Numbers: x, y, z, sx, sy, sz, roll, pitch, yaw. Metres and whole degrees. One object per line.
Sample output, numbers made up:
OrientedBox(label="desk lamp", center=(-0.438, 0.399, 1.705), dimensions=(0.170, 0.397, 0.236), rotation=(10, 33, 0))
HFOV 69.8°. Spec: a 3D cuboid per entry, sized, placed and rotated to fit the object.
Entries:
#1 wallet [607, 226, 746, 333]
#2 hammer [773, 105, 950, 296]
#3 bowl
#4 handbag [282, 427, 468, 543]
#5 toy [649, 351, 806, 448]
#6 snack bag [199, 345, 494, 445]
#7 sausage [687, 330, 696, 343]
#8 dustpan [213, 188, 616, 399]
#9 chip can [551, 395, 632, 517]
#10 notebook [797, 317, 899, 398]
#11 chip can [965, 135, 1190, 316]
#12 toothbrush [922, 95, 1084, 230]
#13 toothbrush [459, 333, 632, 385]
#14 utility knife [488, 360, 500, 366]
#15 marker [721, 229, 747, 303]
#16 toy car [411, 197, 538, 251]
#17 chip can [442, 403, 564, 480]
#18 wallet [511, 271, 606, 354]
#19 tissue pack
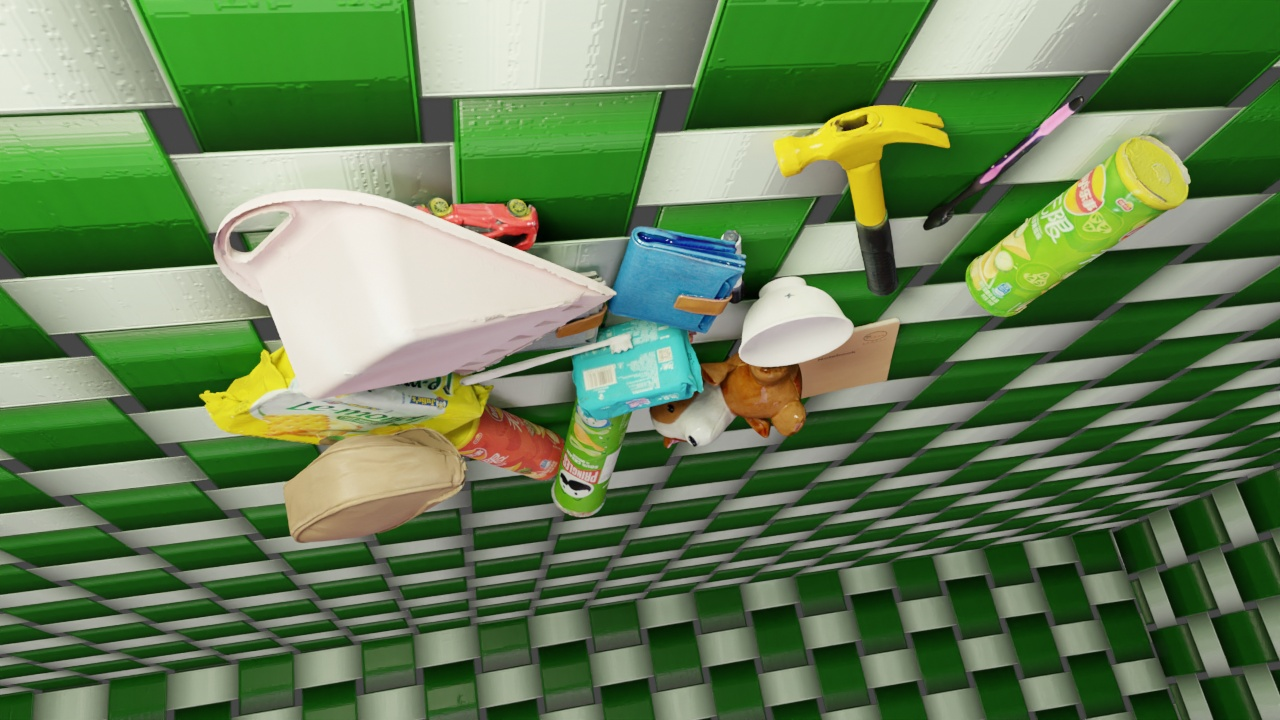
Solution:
OrientedBox(label="wallet", center=(0.031, -0.071, 0.849), dimensions=(0.106, 0.040, 0.133), rotation=(12, 155, -7))
OrientedBox(label="hammer", center=(0.205, -0.129, 0.813), dimensions=(0.129, 0.032, 0.301), rotation=(-15, 157, 13))
OrientedBox(label="bowl", center=(0.153, -0.046, 0.943), dimensions=(0.118, 0.064, 0.118), rotation=(-9, 157, -4))
OrientedBox(label="handbag", center=(-0.283, 0.127, 0.956), dimensions=(0.147, 0.099, 0.205), rotation=(-1, 161, -40))
OrientedBox(label="toy", center=(0.093, 0.050, 1.081), dimensions=(0.200, 0.130, 0.140), rotation=(-10, 126, 25))
OrientedBox(label="snack bag", center=(-0.294, 0.036, 0.931), dimensions=(0.158, 0.068, 0.246), rotation=(-24, 156, 40))
OrientedBox(label="sausage", center=(0.011, -0.001, 1.049), dimensions=(0.020, 0.020, 0.156), rotation=(8, 151, -38))
OrientedBox(label="dustpan", center=(-0.193, -0.065, 0.763), dimensions=(0.223, 0.139, 0.272), rotation=(-25, 173, 39))
OrientedBox(label="chip can", center=(-0.056, 0.098, 1.113), dimensions=(0.072, 0.072, 0.237), rotation=(-3, 141, -18))
OrientedBox(label="notebook", center=(0.251, 0.005, 1.180), dimensions=(0.148, 0.008, 0.208), rotation=(-13, 158, 5))
OrientedBox(label="chip can", center=(0.404, -0.118, 0.874), dimensions=(0.072, 0.072, 0.222), rotation=(-1, 156, -22))
OrientedBox(label="toothbrush", center=(0.311, -0.166, 0.797), dimensions=(0.017, 0.014, 0.190), rotation=(-9, 159, -30))
OrientedBox(label="toothbrush", center=(-0.096, 0.002, 0.934), dimensions=(0.180, 0.016, 0.016), rotation=(-14, 169, -2))
OrientedBox(label="utility knife", center=(-0.161, -0.046, 0.837), dimensions=(0.034, 0.018, 0.219), rotation=(-9, 151, 2))
OrientedBox(label="marker", center=(0.090, -0.089, 0.878), dimensions=(0.022, 0.018, 0.131), rotation=(-26, 158, -3))
OrientedBox(label="toy car", center=(-0.135, -0.104, 0.728), dimensions=(0.106, 0.031, 0.049), rotation=(0, 154, -18))
OrientedBox(label="chip can", center=(-0.173, 0.097, 1.133), dimensions=(0.073, 0.073, 0.216), rotation=(-18, 157, 19))
OrientedBox(label="wallet", center=(-0.086, -0.041, 0.888), dimensions=(0.106, 0.037, 0.130), rotation=(-6, 158, -11))
OrientedBox(label="tissue pack", center=(-0.006, 0.006, 0.961), dimensions=(0.133, 0.093, 0.050), rotation=(-14, 153, 10))
